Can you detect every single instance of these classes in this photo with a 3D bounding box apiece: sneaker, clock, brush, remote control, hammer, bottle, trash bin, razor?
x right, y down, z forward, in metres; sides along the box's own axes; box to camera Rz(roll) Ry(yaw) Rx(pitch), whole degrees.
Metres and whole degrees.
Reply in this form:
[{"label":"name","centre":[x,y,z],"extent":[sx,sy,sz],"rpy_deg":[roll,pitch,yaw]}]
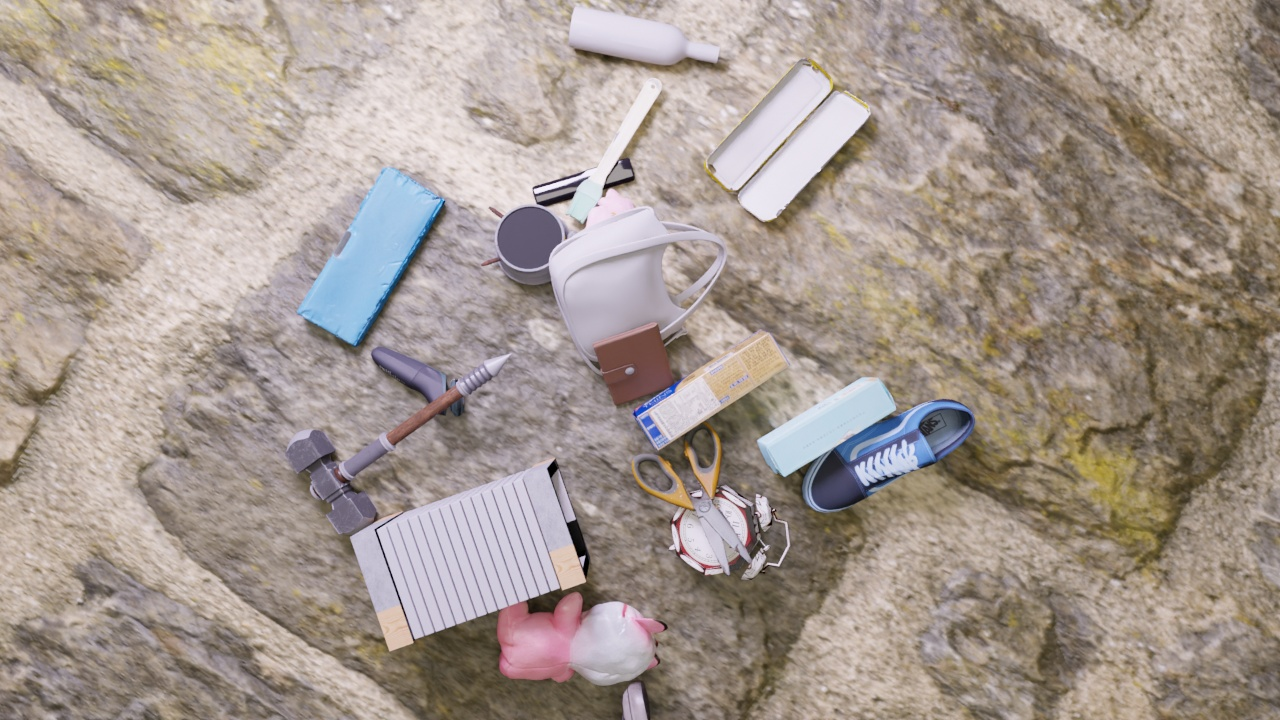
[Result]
[{"label":"sneaker","centre":[0.320,0.120,1.183],"extent":[0.241,0.098,0.083],"rpy_deg":[-30,90,-1]},{"label":"clock","centre":[0.119,0.223,1.194],"extent":[0.155,0.065,0.114],"rpy_deg":[10,89,15]},{"label":"brush","centre":[-0.032,-0.279,1.211],"extent":[0.033,0.012,0.217],"rpy_deg":[31,87,0]},{"label":"remote control","centre":[-0.076,-0.237,1.224],"extent":[0.136,0.015,0.032],"rpy_deg":[-17,90,-1]},{"label":"hammer","centre":[-0.294,0.083,1.173],"extent":[0.323,0.043,0.156],"rpy_deg":[-35,90,10]},{"label":"bottle","centre":[0.007,-0.421,1.209],"extent":[0.195,0.052,0.052],"rpy_deg":[11,89,-1]},{"label":"sneaker","centre":[-0.046,0.517,1.167],"extent":[0.120,0.095,0.235],"rpy_deg":[7,107,-5]},{"label":"trash bin","centre":[-0.205,0.236,1.153],"extent":[0.247,0.142,0.142],"rpy_deg":[-19,90,-1]},{"label":"razor","centre":[-0.292,0.026,1.207],"extent":[0.143,0.047,0.052],"rpy_deg":[29,65,2]},{"label":"clock","centre":[-0.128,-0.152,1.202],"extent":[0.148,0.056,0.104],"rpy_deg":[5,80,4]}]

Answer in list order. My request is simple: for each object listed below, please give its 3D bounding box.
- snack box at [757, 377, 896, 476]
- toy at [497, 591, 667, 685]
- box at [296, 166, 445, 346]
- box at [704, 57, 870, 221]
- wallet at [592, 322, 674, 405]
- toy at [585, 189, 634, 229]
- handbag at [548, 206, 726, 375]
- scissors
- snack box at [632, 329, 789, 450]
[{"label":"snack box","centre":[0.240,0.084,1.195],"extent":[0.174,0.075,0.053],"rpy_deg":[-30,91,-1]},{"label":"toy","centre":[-0.075,0.362,1.169],"extent":[0.213,0.084,0.142],"rpy_deg":[3,125,-5]},{"label":"box","centre":[-0.354,-0.137,1.203],"extent":[0.093,0.048,0.231],"rpy_deg":[32,89,-1]},{"label":"box","centre":[0.194,-0.293,1.219],"extent":[0.129,0.039,0.209],"rpy_deg":[43,88,9]},{"label":"wallet","centre":[-0.007,0.007,1.183],"extent":[0.087,0.121,0.013],"rpy_deg":[-19,47,-1]},{"label":"toy","centre":[-0.029,-0.176,1.202],"extent":[0.102,0.050,0.093],"rpy_deg":[26,63,-36]},{"label":"handbag","centre":[0.006,-0.096,1.176],"extent":[0.222,0.095,0.216],"rpy_deg":[-21,129,-6]},{"label":"scissors","centre":[0.084,0.167,1.161],"extent":[0.161,0.016,0.225],"rpy_deg":[-40,50,-10]},{"label":"snack box","centre":[0.091,0.037,1.200],"extent":[0.207,0.057,0.056],"rpy_deg":[-32,99,0]}]
